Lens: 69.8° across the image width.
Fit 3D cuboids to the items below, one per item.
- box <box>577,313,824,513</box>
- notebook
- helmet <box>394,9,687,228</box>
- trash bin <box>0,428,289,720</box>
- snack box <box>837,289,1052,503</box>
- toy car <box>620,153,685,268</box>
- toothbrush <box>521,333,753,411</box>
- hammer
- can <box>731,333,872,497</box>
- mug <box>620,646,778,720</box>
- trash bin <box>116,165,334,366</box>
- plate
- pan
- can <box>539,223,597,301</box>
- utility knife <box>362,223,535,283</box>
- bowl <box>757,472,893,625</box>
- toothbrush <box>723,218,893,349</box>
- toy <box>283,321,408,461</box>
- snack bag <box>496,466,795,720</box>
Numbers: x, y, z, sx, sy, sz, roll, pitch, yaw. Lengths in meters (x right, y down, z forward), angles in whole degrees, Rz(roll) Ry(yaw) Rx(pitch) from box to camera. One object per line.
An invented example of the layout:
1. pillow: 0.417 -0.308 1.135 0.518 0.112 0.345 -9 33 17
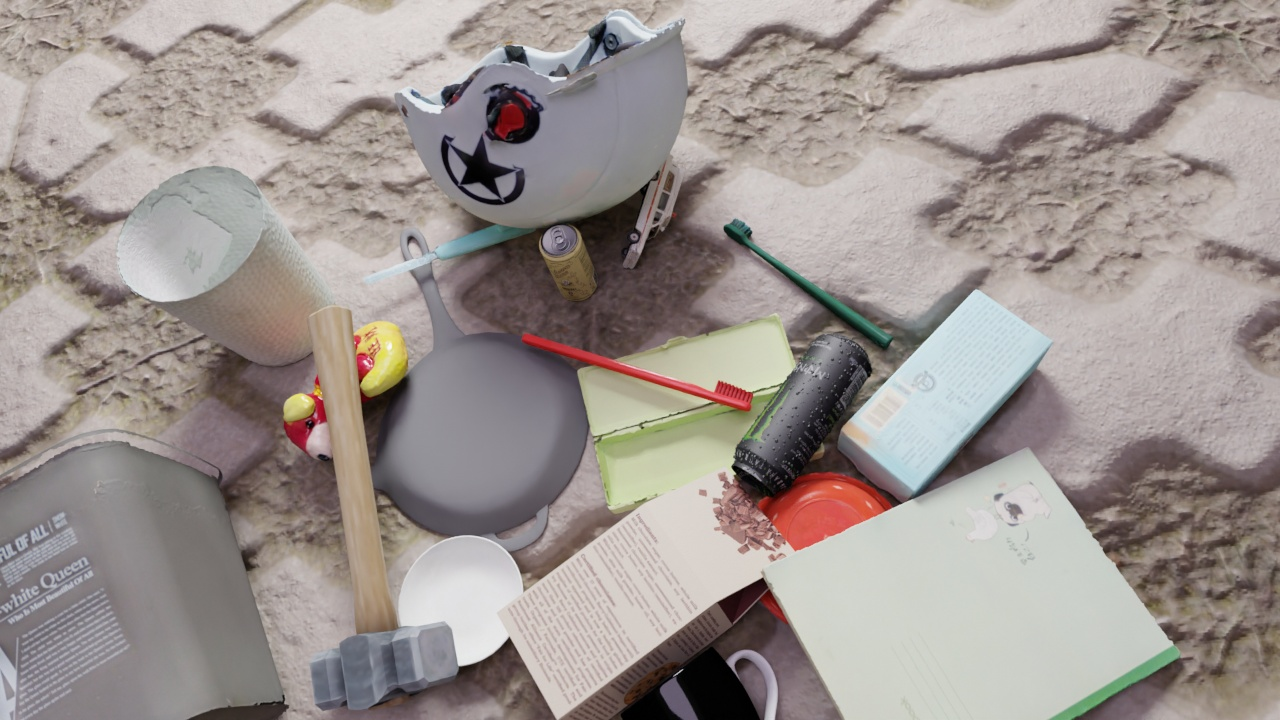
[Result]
1. box: 0.048 0.043 0.783 0.187 0.024 0.137 -17 70 2
2. notebook: 0.236 0.180 0.655 0.252 0.010 0.181 -19 63 -19
3. helmet: -0.070 -0.207 0.824 0.264 0.164 0.235 -7 27 25
4. trash bin: -0.405 0.208 0.707 0.197 0.197 0.220 -32 71 -5
5. snack box: 0.244 0.030 0.740 0.174 0.053 0.075 -45 66 -9
6. toy car: 0.013 -0.140 0.869 0.039 0.039 0.113 18 69 -5
7. toothbrush: -0.005 0.005 0.789 0.213 0.012 0.017 17 73 16
8. hammer: -0.227 0.111 0.737 0.117 0.051 0.322 -21 73 27
9. can: 0.129 0.042 0.730 0.054 0.054 0.137 33 76 22
10. mug: 0.060 0.263 0.659 0.118 0.085 0.100 -25 70 -35
11. trash bin: -0.363 -0.074 0.835 0.133 0.161 0.133 -4 65 8
12. plate: -0.143 0.196 0.747 0.104 0.026 0.104 -4 66 8
13. pan: -0.167 0.008 0.839 0.216 0.024 0.354 -25 64 -1
14. can: -0.065 -0.089 0.834 0.038 0.079 0.038 -4 65 8
15. utility knife: -0.184 -0.108 0.888 0.177 0.016 0.022 -21 65 -9
16. bowl: 0.143 0.143 0.710 0.130 0.045 0.130 -4 66 8
17. toothbrush: 0.148 -0.072 0.824 0.017 0.016 0.190 -43 66 -15
18. toy: -0.267 0.019 0.826 0.106 0.067 0.137 28 75 45
19. snack bag: 0.010 0.175 0.695 0.206 0.070 0.094 -36 57 -5
